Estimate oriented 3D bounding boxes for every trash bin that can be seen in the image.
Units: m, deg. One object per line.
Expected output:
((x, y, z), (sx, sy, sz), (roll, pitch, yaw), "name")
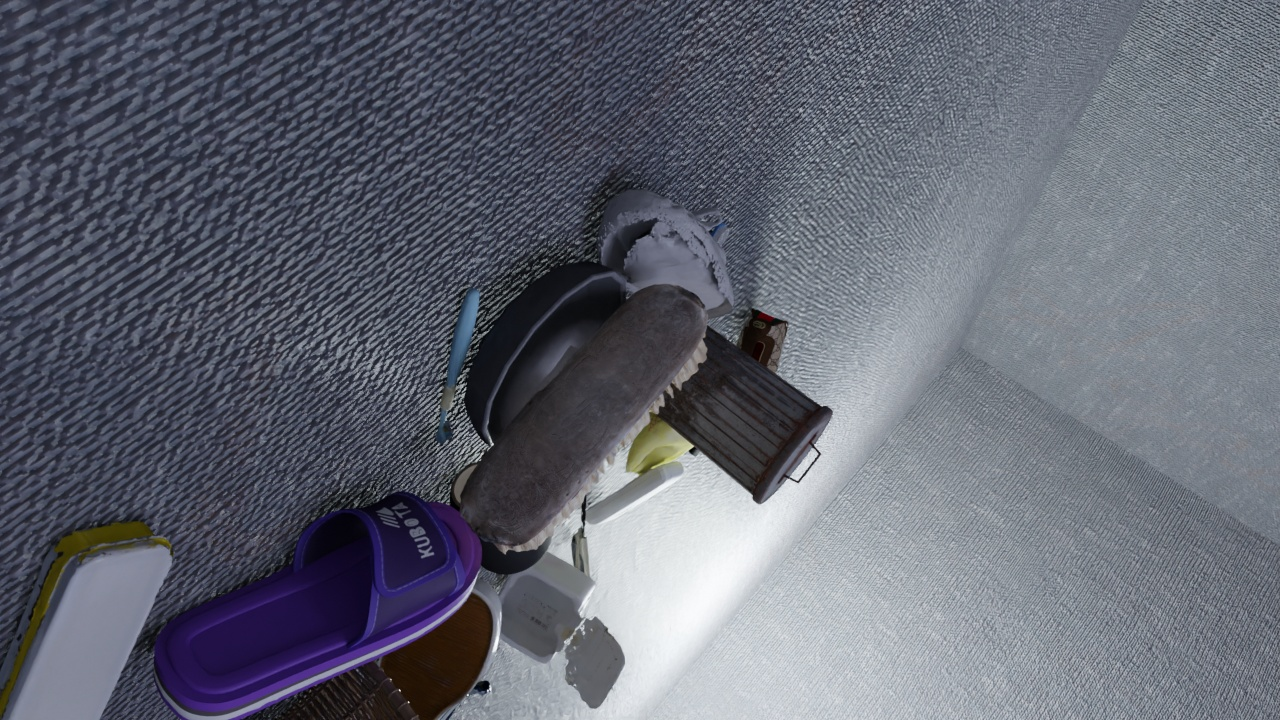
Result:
((0.104, 0.055, 1.023), (0.130, 0.211, 0.131), (-45, 161, -20), "trash bin")

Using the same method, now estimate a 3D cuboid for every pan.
((-0.073, 0.016, 0.850), (0.178, 0.041, 0.357), (-51, 164, -9), "pan")

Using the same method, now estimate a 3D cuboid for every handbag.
((0.141, 0.018, 1.218), (0.138, 0.063, 0.167), (-41, 150, -59), "handbag")

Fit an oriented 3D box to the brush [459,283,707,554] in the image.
((-0.041, 0.043, 0.761), (0.270, 0.083, 0.057), (-49, 163, -18), "brush")

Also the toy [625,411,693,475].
((0.044, 0.090, 1.169), (0.155, 0.064, 0.170), (-44, 164, -1), "toy")

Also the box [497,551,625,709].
((-0.088, 0.308, 1.064), (0.083, 0.190, 0.111), (-5, 125, -62), "box")

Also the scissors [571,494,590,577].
((-0.069, 0.223, 1.138), (0.012, 0.131, 0.170), (-5, 154, -17), "scissors")

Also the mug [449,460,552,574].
((-0.130, 0.127, 0.862), (0.100, 0.085, 0.118), (71, 27, -51), "mug")

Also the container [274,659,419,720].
((-0.275, 0.390, 0.771), (0.195, 0.227, 0.227), (-31, 150, -32), "container")

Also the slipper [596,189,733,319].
((0.031, -0.099, 0.842), (0.112, 0.074, 0.246), (-26, 161, 14), "slipper")

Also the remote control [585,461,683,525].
((-0.008, 0.169, 1.169), (0.139, 0.025, 0.060), (-35, 165, 23), "remote control")

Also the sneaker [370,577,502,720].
((-0.211, 0.325, 0.982), (0.295, 0.121, 0.127), (-62, 180, 26), "sneaker")

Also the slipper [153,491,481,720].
((-0.220, 0.161, 0.685), (0.265, 0.107, 0.084), (-21, 142, -46), "slipper")

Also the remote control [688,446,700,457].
((0.091, 0.094, 1.279), (0.152, 0.020, 0.041), (115, -12, -64), "remote control")

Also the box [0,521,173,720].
((-0.349, 0.187, 0.553), (0.210, 0.033, 0.064), (-60, 156, 15), "box")

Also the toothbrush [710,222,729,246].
((0.046, -0.075, 0.987), (0.167, 0.014, 0.016), (-58, 158, 14), "toothbrush")

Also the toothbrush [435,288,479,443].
((-0.143, 0.006, 0.717), (0.022, 0.016, 0.155), (-79, -173, -52), "toothbrush")
